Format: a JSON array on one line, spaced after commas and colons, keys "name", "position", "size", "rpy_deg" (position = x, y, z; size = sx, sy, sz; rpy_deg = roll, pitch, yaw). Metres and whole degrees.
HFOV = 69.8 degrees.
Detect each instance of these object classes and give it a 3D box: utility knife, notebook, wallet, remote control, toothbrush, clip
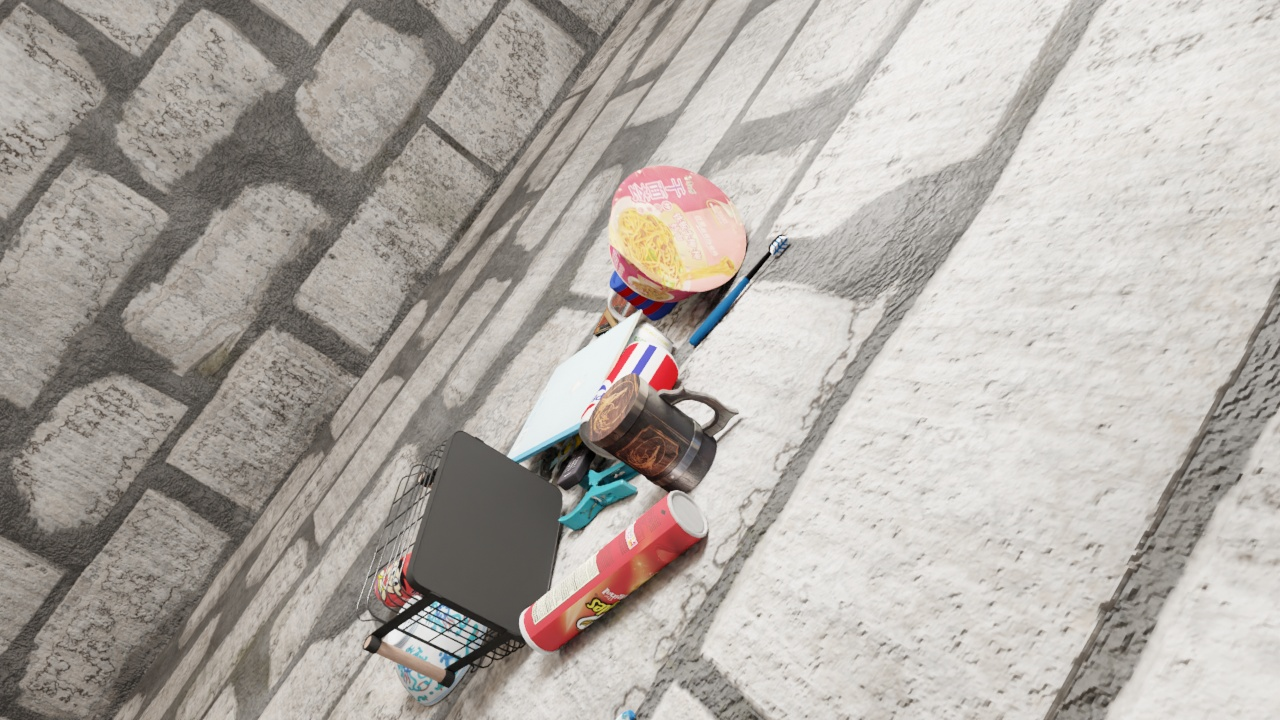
[{"name": "utility knife", "position": [-0.065, 0.084, 1.188], "size": [0.165, 0.017, 0.030], "rpy_deg": [-50, 13, 15]}, {"name": "notebook", "position": [-0.093, 0.044, 1.178], "size": [0.254, 0.009, 0.180], "rpy_deg": [-31, 28, 56]}, {"name": "wallet", "position": [-0.022, -0.086, 1.352], "size": [0.072, 0.019, 0.122], "rpy_deg": [-18, 40, 54]}, {"name": "remote control", "position": [-0.065, 0.110, 1.103], "size": [0.032, 0.015, 0.136], "rpy_deg": [-35, 12, 27]}, {"name": "toothbrush", "position": [-0.023, -0.030, 1.245], "size": [0.016, 0.016, 0.166], "rpy_deg": [-42, 32, 7]}, {"name": "toothbrush", "position": [0.114, -0.081, 1.076], "size": [0.168, 0.014, 0.014], "rpy_deg": [-50, 33, 12]}, {"name": "clip", "position": [-0.044, 0.136, 1.052], "size": [0.130, 0.031, 0.121], "rpy_deg": [-43, 19, 23]}]

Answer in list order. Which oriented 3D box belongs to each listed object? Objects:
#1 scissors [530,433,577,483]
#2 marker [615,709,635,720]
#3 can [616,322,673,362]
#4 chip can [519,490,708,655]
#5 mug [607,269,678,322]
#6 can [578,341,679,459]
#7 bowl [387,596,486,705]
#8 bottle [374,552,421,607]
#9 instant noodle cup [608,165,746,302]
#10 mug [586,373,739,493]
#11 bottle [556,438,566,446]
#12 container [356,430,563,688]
[{"name": "scissors", "position": [-0.113, 0.155, 1.161], "size": [0.162, 0.014, 0.141], "rpy_deg": [-52, 27, 10]}, {"name": "marker", "position": [-0.054, 0.339, 0.774], "size": [0.142, 0.013, 0.013], "rpy_deg": [-47, 22, 15]}, {"name": "can", "position": [-0.007, 0.007, 1.131], "size": [0.101, 0.055, 0.055], "rpy_deg": [-53, 22, -2]}, {"name": "chip can", "position": [-0.028, 0.205, 0.876], "size": [0.215, 0.052, 0.051], "rpy_deg": [-42, 24, 23]}, {"name": "mug", "position": [-0.002, -0.096, 1.249], "size": [0.112, 0.076, 0.074], "rpy_deg": [-39, 25, 31]}, {"name": "can", "position": [-0.012, 0.043, 1.039], "size": [0.070, 0.070, 0.131], "rpy_deg": [-27, 24, 48]}, {"name": "bowl", "position": [-0.255, 0.331, 1.107], "size": [0.144, 0.074, 0.143], "rpy_deg": [-43, 24, 24]}, {"name": "bottle", "position": [-0.318, 0.302, 1.297], "size": [0.138, 0.062, 0.061], "rpy_deg": [-36, 27, 38]}, {"name": "instant noodle cup", "position": [0.036, -0.149, 1.154], "size": [0.178, 0.178, 0.078], "rpy_deg": [-66, 9, -30]}, {"name": "mug", "position": [0.024, 0.064, 0.910], "size": [0.116, 0.107, 0.080], "rpy_deg": [-45, 23, 18]}, {"name": "bottle", "position": [-0.090, 0.061, 1.234], "size": [0.111, 0.043, 0.043], "rpy_deg": [-56, 22, -6]}, {"name": "container", "position": [-0.201, 0.219, 1.036], "size": [0.131, 0.162, 0.240], "rpy_deg": [-37, 30, 34]}]
